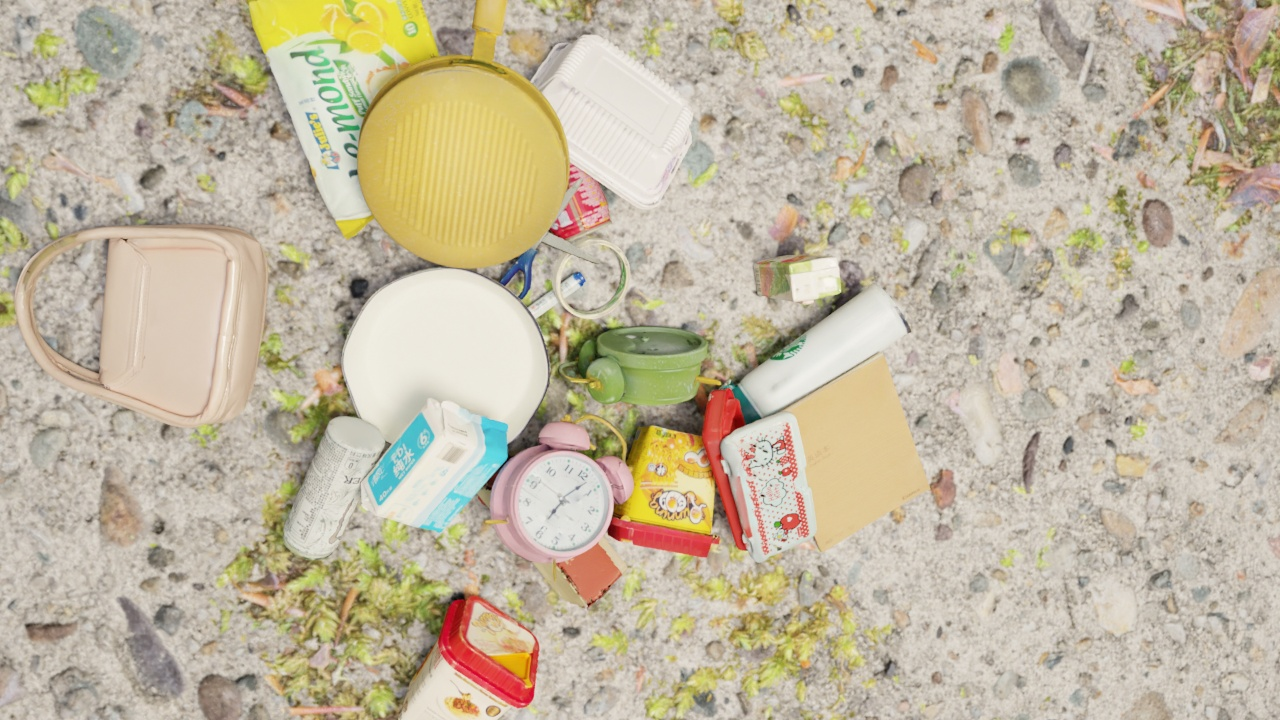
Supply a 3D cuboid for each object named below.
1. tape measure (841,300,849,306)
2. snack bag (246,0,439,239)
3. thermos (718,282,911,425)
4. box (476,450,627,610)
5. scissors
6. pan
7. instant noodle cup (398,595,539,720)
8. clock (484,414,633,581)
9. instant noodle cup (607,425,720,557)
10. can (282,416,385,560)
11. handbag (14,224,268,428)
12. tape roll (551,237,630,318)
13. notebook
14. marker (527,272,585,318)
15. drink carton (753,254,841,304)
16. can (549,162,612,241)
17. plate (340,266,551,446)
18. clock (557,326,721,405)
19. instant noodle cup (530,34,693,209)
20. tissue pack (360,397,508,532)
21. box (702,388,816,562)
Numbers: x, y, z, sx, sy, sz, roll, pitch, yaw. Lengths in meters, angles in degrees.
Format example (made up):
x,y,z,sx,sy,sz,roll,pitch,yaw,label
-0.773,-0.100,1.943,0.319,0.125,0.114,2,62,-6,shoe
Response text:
x,y,z,sx,sy,sz,roll,pitch,yaw,label
0.246,-0.042,1.033,0.058,0.025,0.054,-8,96,2,tape measure
-0.264,-0.260,0.903,0.158,0.068,0.246,-20,100,-6,snack bag
0.178,0.006,0.995,0.224,0.073,0.073,-36,101,6,thermos
-0.102,0.182,0.963,0.077,0.091,0.168,-41,101,-23,box
-0.114,-0.130,0.933,0.162,0.012,0.174,48,122,12,scissors
-0.147,-0.256,0.835,0.197,0.078,0.358,10,118,-11,pan
-0.183,0.336,0.968,0.116,0.116,0.124,37,101,-11,instant noodle cup
-0.072,0.125,0.899,0.117,0.060,0.158,42,66,-13,clock
0.028,0.137,0.981,0.116,0.116,0.123,12,82,-10,instant noodle cup
-0.310,0.129,0.924,0.058,0.058,0.147,25,110,-11,can
-0.492,-0.045,0.892,0.234,0.093,0.193,8,95,-2,handbag
-0.051,-0.087,0.970,0.085,0.014,0.086,-10,113,-24,tape roll
0.232,0.108,1.017,0.149,0.012,0.211,-30,123,-4,notebook
-0.120,-0.048,0.977,0.145,0.017,0.017,-36,101,-4,marker
0.163,-0.086,0.966,0.053,0.122,0.045,-10,99,-9,drink carton
-0.074,-0.173,0.945,0.066,0.066,0.094,-24,99,-6,can
-0.197,0.003,0.941,0.205,0.045,0.205,-1,106,-5,plate
-0.006,0.006,0.954,0.161,0.116,0.056,-2,107,-12,clock
-0.024,-0.249,0.917,0.173,0.061,0.137,34,55,-13,instant noodle cup
-0.202,0.103,0.902,0.140,0.063,0.090,-49,138,11,tissue pack
0.131,0.123,0.948,0.098,0.095,0.202,-3,133,18,box
